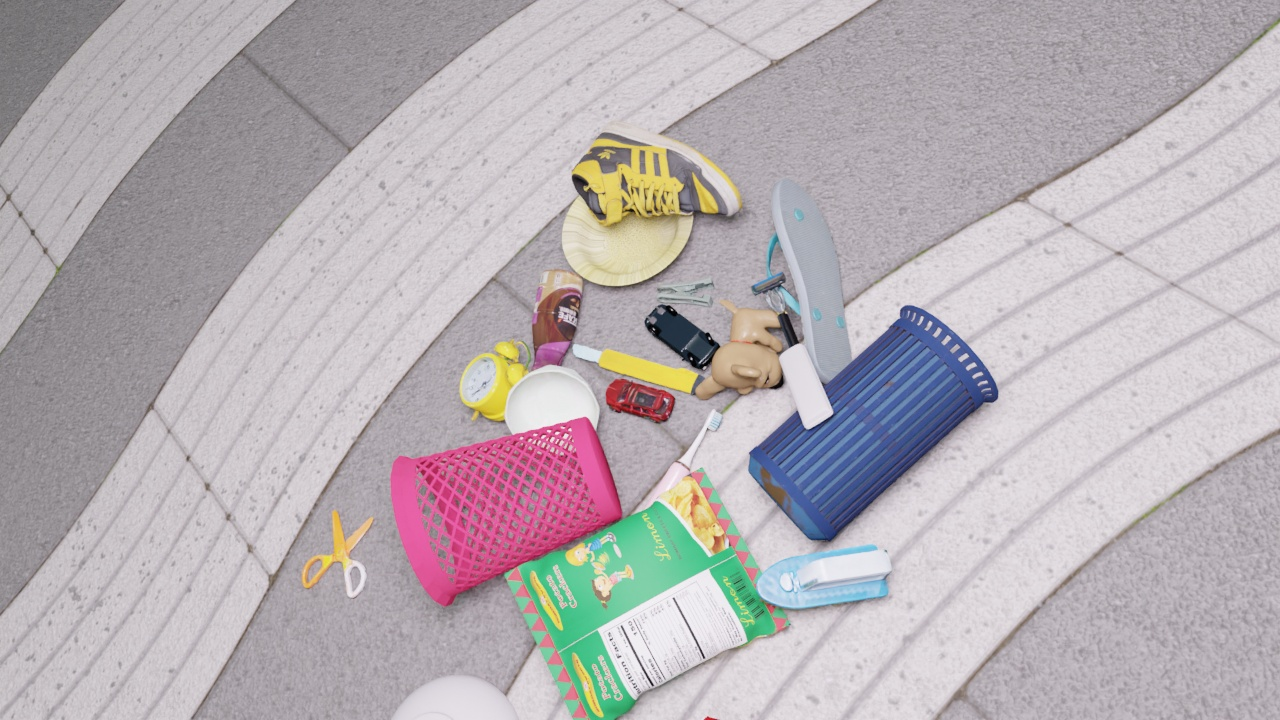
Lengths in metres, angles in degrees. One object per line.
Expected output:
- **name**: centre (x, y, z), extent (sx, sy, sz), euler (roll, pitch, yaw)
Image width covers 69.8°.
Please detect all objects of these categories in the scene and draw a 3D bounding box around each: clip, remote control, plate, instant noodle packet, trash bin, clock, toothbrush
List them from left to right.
- **clock**: centre (-0.182, 0.025, 1.195), extent (0.119, 0.057, 0.083), euler (-44, 48, 14)
- **plate**: centre (-0.014, -0.175, 1.250), extent (0.184, 0.036, 0.184), euler (-7, 64, 16)
- **instant noodle packet**: centre (0.005, 0.261, 1.006), extent (0.252, 0.090, 0.195), euler (-28, 74, -5)
- **toothbrush**: centre (0.034, 0.153, 1.092), extent (0.026, 0.027, 0.222), euler (34, 80, -7)
- **clip**: centre (0.060, -0.095, 1.198), extent (0.078, 0.023, 0.050), euler (14, 70, 22)
- **remote control**: centre (0.176, 0.025, 0.988), extent (0.033, 0.012, 0.130), euler (-35, 29, 16)
- **trash bin**: centre (0.243, 0.074, 0.994), extent (0.249, 0.139, 0.139), euler (-42, 61, -1)

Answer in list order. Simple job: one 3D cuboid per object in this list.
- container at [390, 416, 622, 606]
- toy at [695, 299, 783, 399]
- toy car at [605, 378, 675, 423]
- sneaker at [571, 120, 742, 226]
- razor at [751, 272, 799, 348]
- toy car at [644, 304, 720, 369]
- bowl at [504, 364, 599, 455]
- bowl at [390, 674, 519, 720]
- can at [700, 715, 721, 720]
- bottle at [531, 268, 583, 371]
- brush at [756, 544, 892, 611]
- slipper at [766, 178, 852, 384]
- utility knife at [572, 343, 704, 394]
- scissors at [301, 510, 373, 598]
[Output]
- **container**: centre (-0.148, 0.163, 1.078), extent (0.226, 0.183, 0.183), euler (-20, 62, 1)
- **toy**: centre (0.128, -0.010, 1.099), extent (0.105, 0.134, 0.108), euler (22, 69, -17)
- **toy car**: centre (-0.002, 0.049, 1.149), extent (0.091, 0.036, 0.042), euler (14, 73, 30)
- **sneaker**: centre (0.008, -0.221, 1.190), extent (0.239, 0.086, 0.122), euler (32, 73, 32)
- **razor**: centre (0.173, -0.030, 1.063), extent (0.043, 0.022, 0.144), euler (-24, 73, 15)
- **toy car**: centre (0.053, -0.030, 1.163), extent (0.112, 0.034, 0.046), euler (39, 83, 30)
- **bowl**: centre (-0.108, 0.056, 1.151), extent (0.117, 0.117, 0.061), euler (-23, 19, 8)
- **bowl**: centre (-0.223, 0.442, 1.028), extent (0.177, 0.066, 0.176), euler (-7, 65, 16)
- **can**: centre (0.113, 0.412, 0.914), extent (0.116, 0.086, 0.086), euler (6, 69, 22)
- **bottle**: centre (-0.116, -0.035, 1.212), extent (0.060, 0.059, 0.166), euler (4, 77, 20)
- **brush**: centre (0.189, 0.228, 0.961), extent (0.136, 0.075, 0.055), euler (-9, 63, -2)
- **slipper**: centre (0.203, -0.092, 1.121), extent (0.055, 0.098, 0.268), euler (-30, 64, 46)
- **utility knife**: centre (-0.007, 0.007, 1.177), extent (0.191, 0.018, 0.030), euler (17, 69, 21)
- **scissors**: centre (-0.389, 0.257, 1.200), extent (0.128, 0.011, 0.125), euler (38, 85, 27)
